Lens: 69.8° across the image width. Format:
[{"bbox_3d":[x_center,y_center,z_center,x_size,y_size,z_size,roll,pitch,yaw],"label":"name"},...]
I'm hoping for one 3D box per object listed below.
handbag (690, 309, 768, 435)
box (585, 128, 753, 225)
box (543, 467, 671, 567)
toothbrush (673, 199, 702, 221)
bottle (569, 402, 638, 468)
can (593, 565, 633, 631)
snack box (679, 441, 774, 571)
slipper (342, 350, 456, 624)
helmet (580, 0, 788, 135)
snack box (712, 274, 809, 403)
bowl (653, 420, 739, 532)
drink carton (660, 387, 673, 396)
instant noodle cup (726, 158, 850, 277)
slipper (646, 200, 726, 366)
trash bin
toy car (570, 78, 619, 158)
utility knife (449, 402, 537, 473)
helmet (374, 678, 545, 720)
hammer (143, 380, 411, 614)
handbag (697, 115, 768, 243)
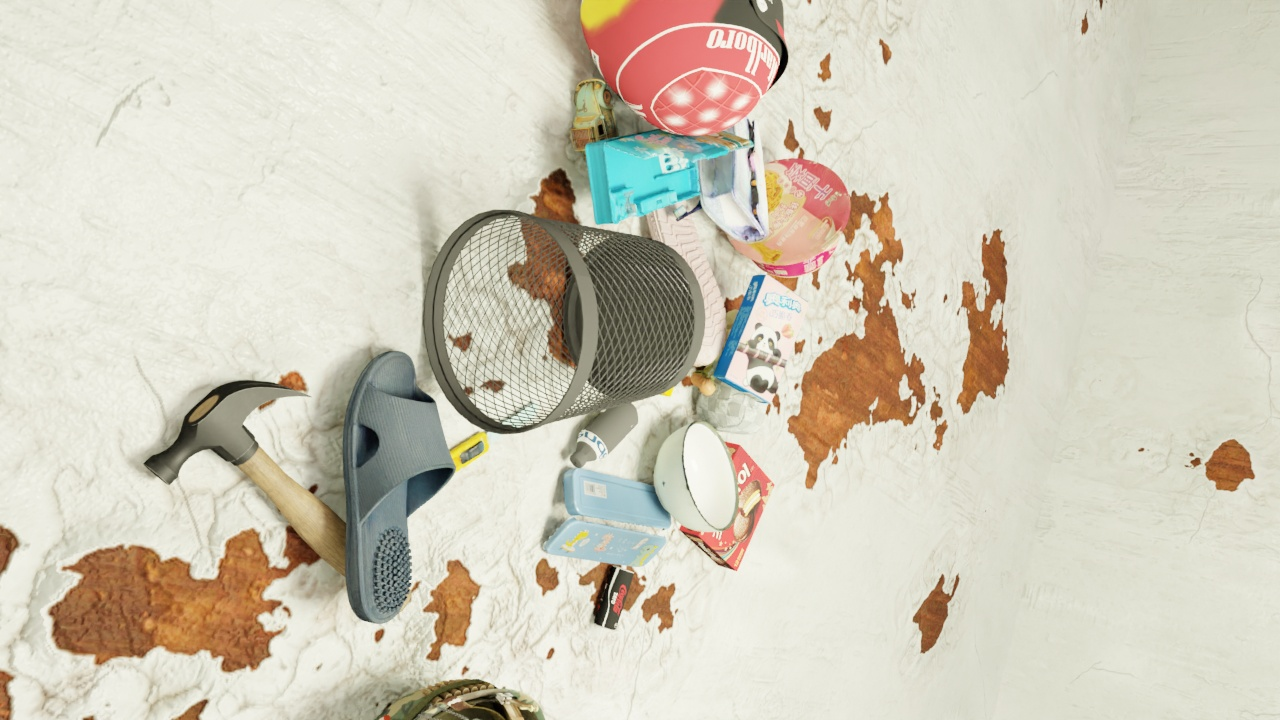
[{"bbox_3d":[0.128,0.016,1.299,0.123,0.113,0.171,15,86,-40],"label":"handbag"},{"bbox_3d":[0.044,-0.227,1.080,0.226,0.117,0.097,-32,119,-55],"label":"box"},{"bbox_3d":[-0.032,0.211,1.194,0.209,0.047,0.122,22,81,-49],"label":"box"},{"bbox_3d":[0.084,-0.216,1.241,0.017,0.016,0.188,57,33,-5],"label":"toothbrush"},{"bbox_3d":[-0.047,0.093,1.153,0.112,0.047,0.047,-45,128,-34],"label":"bottle"},{"bbox_3d":[-0.035,0.316,1.221,0.031,0.032,0.080,31,73,-48],"label":"can"},{"bbox_3d":[0.135,0.222,1.399,0.132,0.036,0.151,48,62,-43],"label":"snack box"},{"bbox_3d":[-0.227,0.119,0.881,0.101,0.083,0.263,20,69,-66],"label":"slipper"},{"bbox_3d":[0.060,-0.369,1.046,0.270,0.198,0.224,6,64,-46],"label":"helmet"},{"bbox_3d":[0.163,-0.029,1.233,0.088,0.033,0.154,29,78,-30],"label":"snack box"},{"bbox_3d":[0.070,0.165,1.264,0.153,0.073,0.153,36,44,-46],"label":"bowl"},{"bbox_3d":[-0.007,0.007,1.174,0.122,0.058,0.041,32,73,-48],"label":"drink carton"},{"bbox_3d":[0.214,-0.196,1.323,0.178,0.179,0.078,-66,155,-17],"label":"instant noodle cup"},{"bbox_3d":[0.048,-0.108,1.217,0.094,0.065,0.239,-18,93,-49],"label":"slipper"},{"bbox_3d":[-0.071,-0.043,0.979,0.226,0.218,0.218,-6,101,-53],"label":"trash bin"},{"bbox_3d":[-0.056,-0.269,1.073,0.047,0.047,0.112,-37,123,-45],"label":"toy car"},{"bbox_3d":[-0.193,0.101,1.012,0.226,0.019,0.030,-36,132,-43],"label":"utility knife"},{"bbox_3d":[-0.178,0.419,0.910,0.224,0.237,0.192,26,72,-59],"label":"helmet"},{"bbox_3d":[-0.309,0.145,0.869,0.132,0.040,0.305,-51,132,-26],"label":"hammer"},{"bbox_3d":[0.137,-0.256,1.257,0.126,0.069,0.158,33,51,-50],"label":"handbag"}]
